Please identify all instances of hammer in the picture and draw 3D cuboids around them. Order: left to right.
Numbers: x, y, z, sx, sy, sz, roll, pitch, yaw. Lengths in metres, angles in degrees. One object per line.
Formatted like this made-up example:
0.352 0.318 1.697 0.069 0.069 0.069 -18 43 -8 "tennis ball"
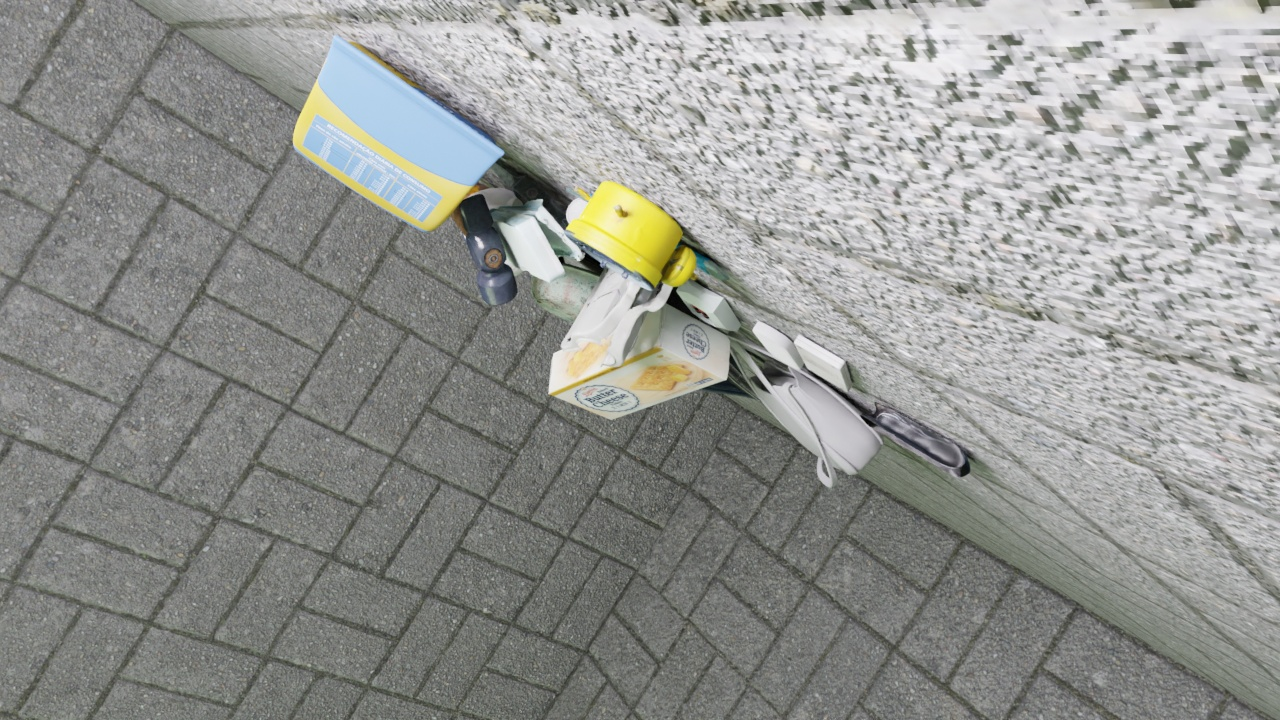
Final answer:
-0.227 -0.200 1.049 0.321 0.040 0.129 51 160 41 "hammer"
-0.109 -0.134 1.104 0.147 0.028 0.317 42 169 13 "hammer"

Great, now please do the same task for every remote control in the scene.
0.074 -0.055 0.998 0.049 0.024 0.143 32 179 17 "remote control"
0.149 -0.015 0.981 0.043 0.013 0.136 32 179 21 "remote control"
0.182 0.004 0.903 0.050 0.011 0.135 32 179 19 "remote control"

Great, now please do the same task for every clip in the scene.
-0.004 -0.058 0.932 0.096 0.126 0.153 38 152 -28 "clip"

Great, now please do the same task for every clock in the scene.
-0.005 -0.090 0.716 0.083 0.057 0.118 31 178 43 "clock"

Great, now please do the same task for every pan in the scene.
0.057 -0.045 1.183 0.356 0.055 0.187 33 179 -30 "pan"

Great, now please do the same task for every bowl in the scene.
-0.165 -0.171 1.169 0.062 0.118 0.118 -21 144 33 "bowl"
-0.065 -0.069 1.080 0.157 0.038 0.157 19 171 3 "bowl"

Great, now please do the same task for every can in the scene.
-0.038 -0.124 0.867 0.031 0.031 0.080 32 179 29 "can"

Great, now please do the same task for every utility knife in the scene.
0.000 -0.112 0.788 0.179 0.015 0.031 34 175 25 "utility knife"

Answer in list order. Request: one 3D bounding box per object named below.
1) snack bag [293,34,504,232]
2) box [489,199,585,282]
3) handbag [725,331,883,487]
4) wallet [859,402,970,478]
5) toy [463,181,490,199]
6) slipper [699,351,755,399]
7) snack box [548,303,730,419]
-0.211 -0.203 0.808 0.159 0.102 0.205 33 166 -19 "snack bag"
-0.121 -0.129 0.957 0.083 0.066 0.199 33 178 -21 "box"
0.181 0.047 1.142 0.222 0.095 0.216 42 179 -6 "handbag"
0.290 0.083 0.959 0.115 0.026 0.089 32 180 25 "wallet"
-0.186 -0.191 1.264 0.196 0.065 0.264 43 -177 28 "toy"
0.126 0.007 1.321 0.263 0.082 0.101 13 -178 -2 "slipper"
-0.006 0.006 1.071 0.104 0.057 0.208 25 149 -34 "snack box"
